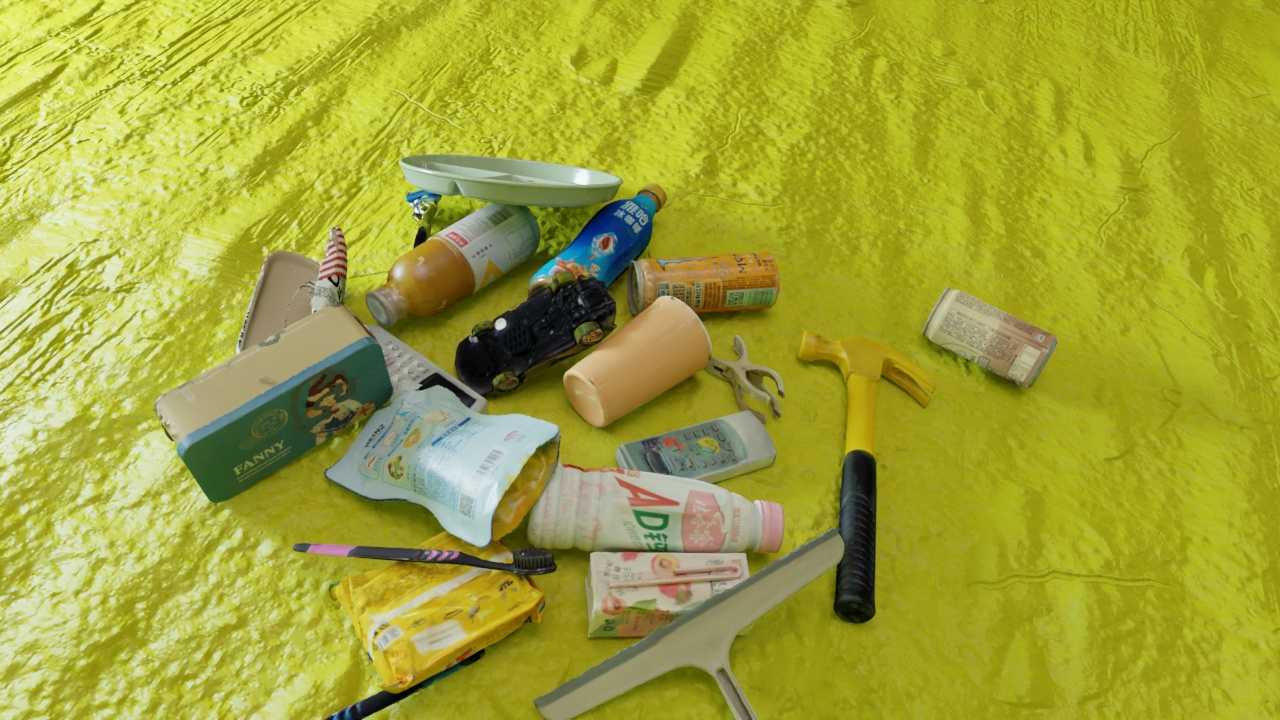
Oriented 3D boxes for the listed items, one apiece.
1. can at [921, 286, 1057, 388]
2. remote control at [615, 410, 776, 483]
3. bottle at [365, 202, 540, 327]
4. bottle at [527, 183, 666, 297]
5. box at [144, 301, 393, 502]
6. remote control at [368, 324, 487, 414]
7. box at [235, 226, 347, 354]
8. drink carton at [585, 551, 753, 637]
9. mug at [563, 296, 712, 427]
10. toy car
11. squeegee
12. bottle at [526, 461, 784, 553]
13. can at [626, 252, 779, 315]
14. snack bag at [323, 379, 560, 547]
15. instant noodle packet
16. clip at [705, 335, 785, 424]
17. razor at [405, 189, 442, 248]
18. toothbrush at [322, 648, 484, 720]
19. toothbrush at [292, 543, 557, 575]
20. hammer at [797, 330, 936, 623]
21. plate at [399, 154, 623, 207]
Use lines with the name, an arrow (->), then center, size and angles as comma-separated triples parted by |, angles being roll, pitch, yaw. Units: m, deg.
can -> 0.345, -0.023, 0.908 | 0.116, 0.059, 0.058 | 30, 50, 19
remote control -> 0.049, 0.081, 0.793 | 0.135, 0.019, 0.056 | -13, 50, -20
bottle -> -0.181, -0.094, 0.892 | 0.068, 0.068, 0.189 | 34, 51, 22
bottle -> -0.034, -0.118, 0.938 | 0.065, 0.065, 0.218 | 24, 48, 14
box -> -0.293, 0.034, 0.731 | 0.183, 0.090, 0.062 | -37, 63, -24
remote control -> -0.206, 0.020, 0.813 | 0.150, 0.021, 0.058 | 31, 50, 21
box -> -0.314, -0.056, 0.832 | 0.086, 0.076, 0.162 | 1, 46, -10
drink carton -> 0.022, 0.173, 0.683 | 0.122, 0.046, 0.053 | 2, 45, -7
mug -> -0.005, 0.005, 0.825 | 0.122, 0.078, 0.078 | -35, 60, -27
toy car -> -0.095, -0.022, 0.828 | 0.158, 0.042, 0.070 | -28, 65, 6
squeegee -> 0.094, 0.274, 0.603 | 0.246, 0.039, 0.246 | -28, 60, -9
bottle -> 0.012, 0.122, 0.718 | 0.197, 0.068, 0.068 | 7, 46, -5
can -> 0.063, -0.076, 0.918 | 0.146, 0.058, 0.058 | -4, 47, -13
snack bag -> -0.156, 0.073, 0.716 | 0.191, 0.039, 0.110 | 13, 67, 36
instant noodle packet -> -0.145, 0.174, 0.658 | 0.128, 0.044, 0.111 | -22, 44, -30
clip -> 0.098, 0.015, 0.857 | 0.072, 0.035, 0.100 | -20, 44, -24
razor -> -0.227, -0.129, 0.952 | 0.043, 0.022, 0.142 | -15, 48, 14
toothbrush -> -0.190, 0.235, 0.614 | 0.189, 0.016, 0.014 | -20, 54, -26
toothbrush -> -0.154, 0.137, 0.654 | 0.189, 0.018, 0.014 | 4, 29, 0
hammer -> 0.192, 0.088, 0.799 | 0.129, 0.033, 0.299 | 12, 46, 5
plate -> -0.133, -0.187, 0.953 | 0.230, 0.027, 0.230 | 6, 17, -2
